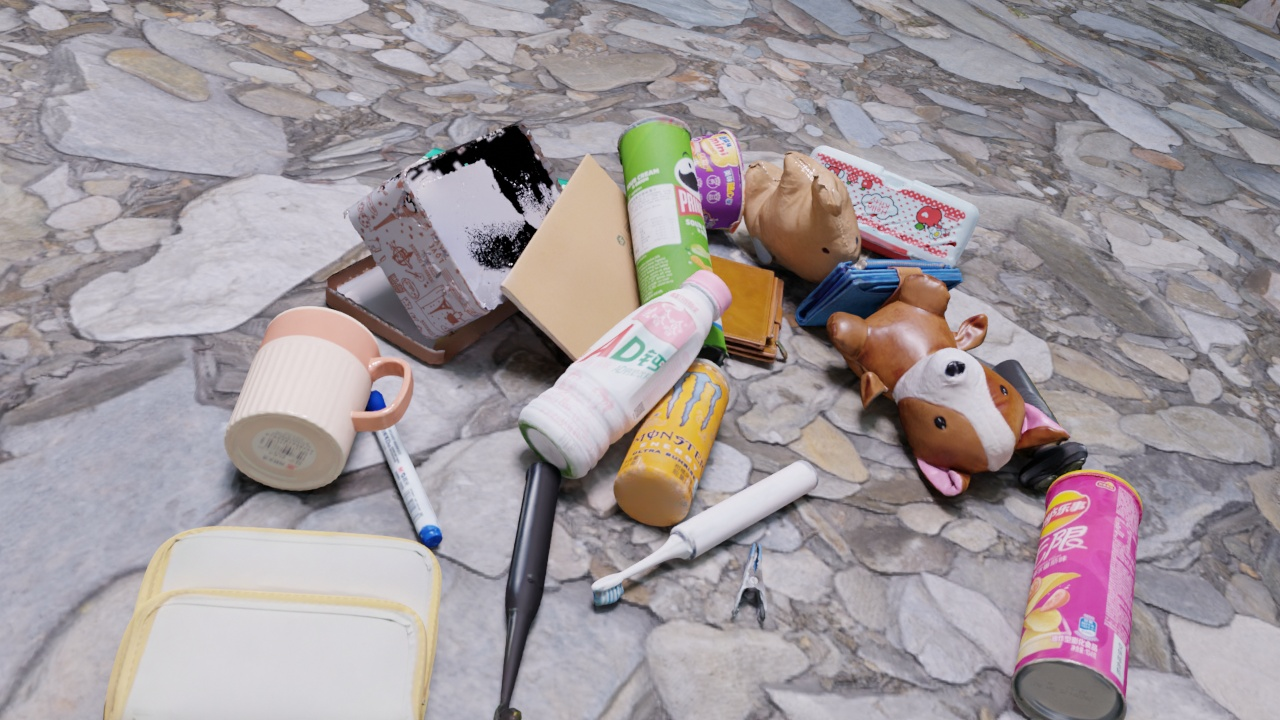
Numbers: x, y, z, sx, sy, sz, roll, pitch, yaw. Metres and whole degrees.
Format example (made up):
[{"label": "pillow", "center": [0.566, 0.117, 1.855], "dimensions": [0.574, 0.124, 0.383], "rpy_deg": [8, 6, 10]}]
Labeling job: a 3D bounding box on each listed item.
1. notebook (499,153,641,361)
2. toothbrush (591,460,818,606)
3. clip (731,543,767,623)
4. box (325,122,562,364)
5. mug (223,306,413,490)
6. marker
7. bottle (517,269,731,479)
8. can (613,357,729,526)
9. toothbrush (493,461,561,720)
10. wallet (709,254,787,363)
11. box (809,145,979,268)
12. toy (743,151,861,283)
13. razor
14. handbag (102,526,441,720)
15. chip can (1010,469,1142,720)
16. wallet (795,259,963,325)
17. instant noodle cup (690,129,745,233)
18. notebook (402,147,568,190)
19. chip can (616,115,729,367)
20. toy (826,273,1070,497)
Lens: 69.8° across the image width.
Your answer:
[{"label": "notebook", "center": [-0.032, -0.076, 0.809], "dimensions": [0.148, 0.008, 0.207], "rpy_deg": [45, 42, -21]}, {"label": "toothbrush", "center": [0.051, 0.122, 0.668], "dimensions": [0.220, 0.026, 0.027], "rpy_deg": [-21, 14, -37]}, {"label": "clip", "center": [0.076, 0.156, 0.642], "dimensions": [0.028, 0.024, 0.056], "rpy_deg": [12, 45, 1]}, {"label": "box", "center": [-0.165, -0.091, 0.806], "dimensions": [0.151, 0.169, 0.181], "rpy_deg": [62, 37, -11]}, {"label": "mug", "center": [-0.219, 0.026, 0.641], "dimensions": [0.114, 0.082, 0.105], "rpy_deg": [0, 42, -1]}, {"label": "marker", "center": [-0.171, 0.075, 0.657], "dimensions": [0.016, 0.017, 0.145], "rpy_deg": [-10, 45, -29]}, {"label": "bottle", "center": [-0.004, 0.004, 0.709], "dimensions": [0.068, 0.068, 0.196], "rpy_deg": [36, 65, 23]}, {"label": "can", "center": [0.027, 0.060, 0.710], "dimensions": [0.058, 0.058, 0.145], "rpy_deg": [21, 39, 5]}, {"label": "toothbrush", "center": [-0.074, 0.149, 0.592], "dimensions": [0.026, 0.027, 0.212], "rpy_deg": [44, 28, -28]}, {"label": "wallet", "center": [0.092, -0.054, 0.889], "dimensions": [0.119, 0.035, 0.130], "rpy_deg": [17, 40, 0]}, {"label": "box", "center": [0.280, -0.178, 1.055], "dimensions": [0.201, 0.100, 0.095], "rpy_deg": [24, 40, 9]}, {"label": "toy", "center": [0.170, -0.138, 0.904], "dimensions": [0.082, 0.143, 0.226], "rpy_deg": [-39, 13, -6]}, {"label": "razor", "center": [0.360, 0.055, 0.847], "dimensions": [0.067, 0.062, 0.167], "rpy_deg": [39, 27, -20]}, {"label": "handbag", "center": [-0.196, 0.176, 0.495], "dimensions": [0.163, 0.063, 0.178], "rpy_deg": [6, 43, -10]}, {"label": "chip can", "center": [0.322, 0.169, 0.672], "dimensions": [0.071, 0.072, 0.209], "rpy_deg": [27, 40, 14]}, {"label": "wallet", "center": [0.234, -0.064, 0.902], "dimensions": [0.133, 0.107, 0.040], "rpy_deg": [-4, 69, -23]}, {"label": "instant noodle cup", "center": [0.050, -0.190, 0.989], "dimensions": [0.099, 0.112, 0.111], "rpy_deg": [-6, 43, -14]}, {"label": "notebook", "center": [-0.136, -0.176, 0.956], "dimensions": [0.209, 0.012, 0.150], "rpy_deg": [14, 27, 0]}, {"label": "chip can", "center": [0.027, -0.103, 0.825], "dimensions": [0.072, 0.072, 0.235], "rpy_deg": [0, 67, -19]}, {"label": "toy", "center": [0.260, 0.017, 0.799], "dimensions": [0.140, 0.130, 0.199], "rpy_deg": [-28, 59, 2]}]
